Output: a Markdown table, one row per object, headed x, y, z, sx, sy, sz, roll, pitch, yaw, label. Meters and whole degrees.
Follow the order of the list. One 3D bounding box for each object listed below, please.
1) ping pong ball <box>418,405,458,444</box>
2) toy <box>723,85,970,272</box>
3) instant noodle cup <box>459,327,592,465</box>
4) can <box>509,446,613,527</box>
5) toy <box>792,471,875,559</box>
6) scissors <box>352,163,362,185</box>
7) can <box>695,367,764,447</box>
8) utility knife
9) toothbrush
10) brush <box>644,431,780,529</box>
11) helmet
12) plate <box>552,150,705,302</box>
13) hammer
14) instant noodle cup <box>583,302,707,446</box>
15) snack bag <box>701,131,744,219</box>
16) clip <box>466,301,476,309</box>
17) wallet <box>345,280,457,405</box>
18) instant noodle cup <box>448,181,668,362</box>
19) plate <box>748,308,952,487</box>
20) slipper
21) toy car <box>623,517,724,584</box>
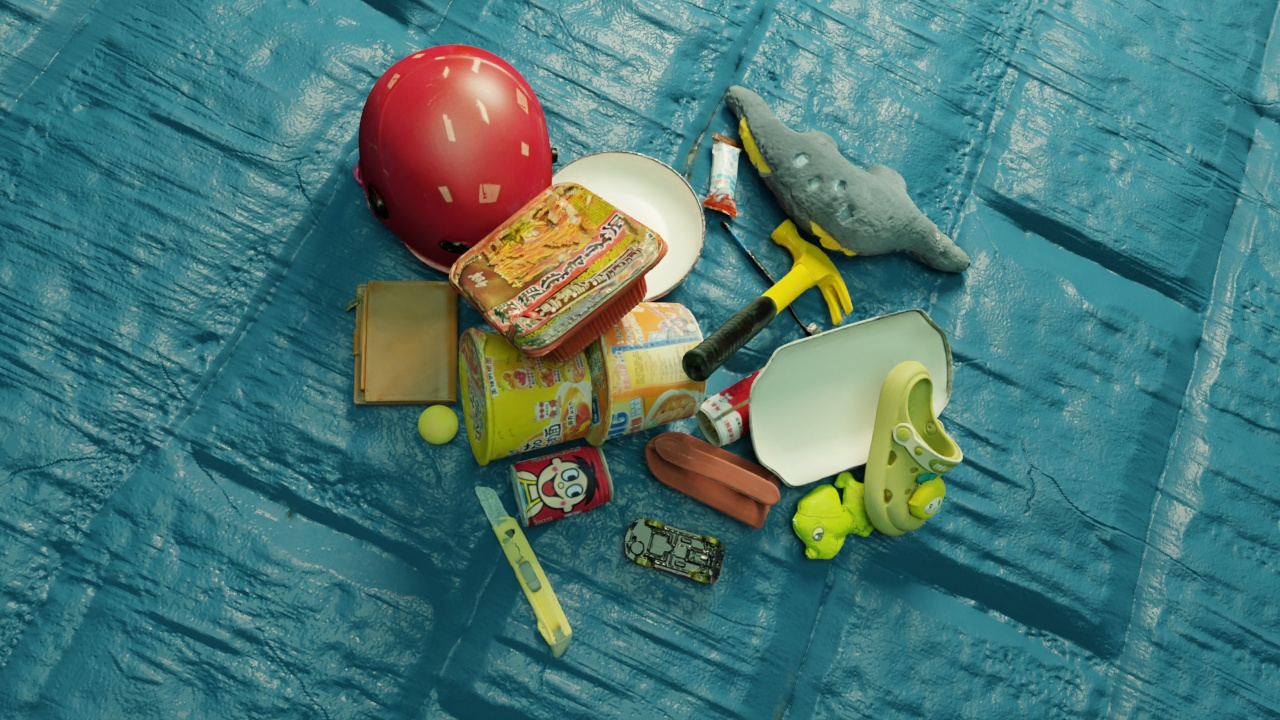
| x | y | z | sx | sy | sz | roll | pitch | yaw | label |
| --- | --- | --- | --- | --- | --- | --- | --- | --- | --- |
| -0.207 | 0.066 | 0.939 | 0.040 | 0.040 | 0.040 | 2 | 75 | -9 | ping pong ball |
| 0.232 | -0.193 | 1.065 | 0.356 | 0.092 | 0.137 | 34 | 45 | -1 | toy |
| -0.115 | 0.031 | 0.921 | 0.109 | 0.138 | 0.138 | -7 | 77 | -20 | instant noodle cup |
| -0.080 | 0.126 | 0.932 | 0.093 | 0.067 | 0.066 | -13 | 78 | -13 | can |
| 0.208 | 0.166 | 0.990 | 0.100 | 0.031 | 0.096 | 5 | 75 | -13 | toy |
| -0.255 | -0.207 | 1.016 | 0.130 | 0.017 | 0.133 | -23 | 84 | -17 | scissors |
| 0.127 | 0.042 | 0.996 | 0.132 | 0.053 | 0.053 | -29 | 82 | -15 | can |
| -0.119 | 0.211 | 0.934 | 0.030 | 0.020 | 0.190 | -26 | 77 | -21 | utility knife |
| 0.153 | -0.090 | 1.056 | 0.016 | 0.014 | 0.189 | -36 | 83 | -17 | toothbrush |
| 0.073 | 0.118 | 0.959 | 0.146 | 0.069 | 0.063 | 25 | 72 | -3 | brush |
| -0.185 | -0.218 | 0.937 | 0.206 | 0.144 | 0.240 | -19 | 73 | -15 | helmet |
| -0.025 | -0.141 | 1.015 | 0.192 | 0.039 | 0.192 | 1 | 69 | -3 | plate |
| 0.132 | -0.054 | 0.962 | 0.129 | 0.033 | 0.299 | 47 | 43 | 5 | hammer |
| -0.006 | 0.005 | 0.941 | 0.111 | 0.152 | 0.151 | -7 | 77 | -20 | instant noodle cup |
| 0.098 | -0.217 | 1.073 | 0.048 | 0.026 | 0.104 | 17 | 73 | -18 | snack bag |
| -0.159 | -0.064 | 0.994 | 0.058 | 0.043 | 0.026 | 10 | 73 | -11 | clip |
| -0.251 | -0.019 | 0.956 | 0.119 | 0.035 | 0.130 | -1 | 77 | -4 | wallet |
| -0.075 | -0.077 | 0.860 | 0.164 | 0.079 | 0.189 | -39 | 47 | -11 | instant noodle cup |
| 0.223 | 0.035 | 0.988 | 0.265 | 0.034 | 0.162 | -16 | 109 | -21 | plate |
| 0.289 | 0.097 | 0.962 | 0.091 | 0.082 | 0.190 | -5 | 101 | -42 | slipper |
| 0.034 | 0.197 | 0.952 | 0.106 | 0.031 | 0.049 | 17 | 73 | -6 | toy car |
